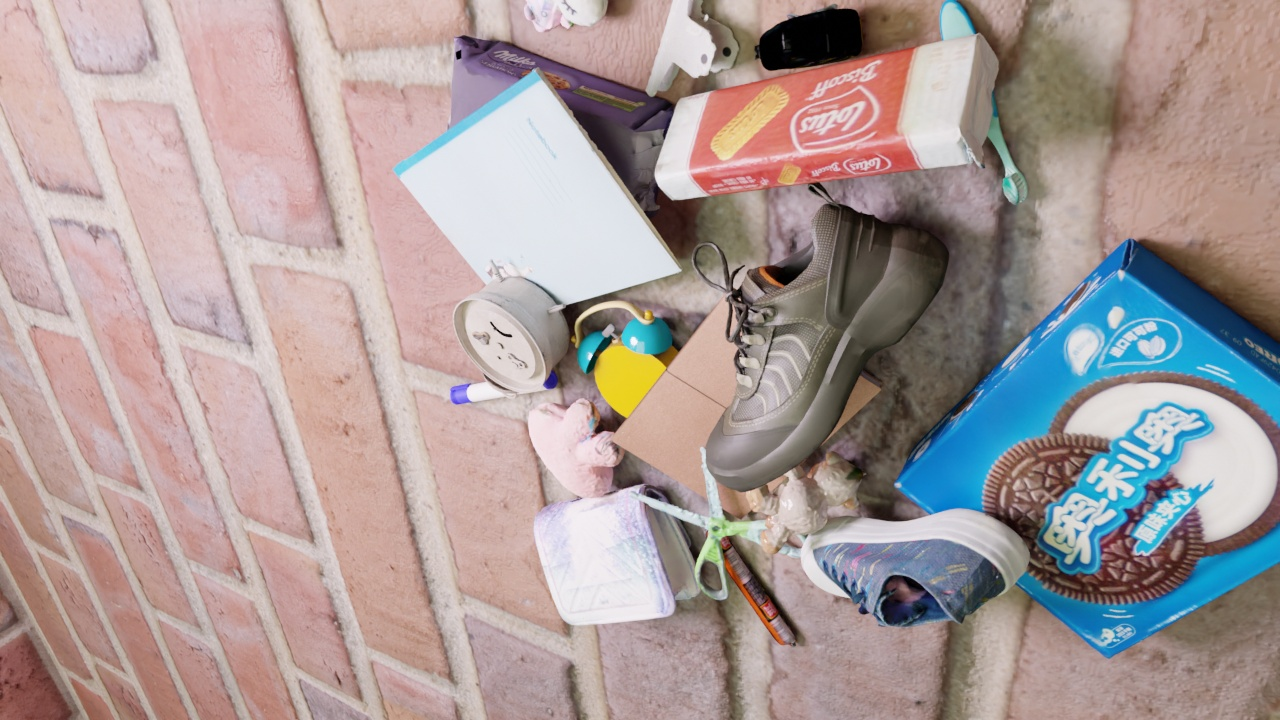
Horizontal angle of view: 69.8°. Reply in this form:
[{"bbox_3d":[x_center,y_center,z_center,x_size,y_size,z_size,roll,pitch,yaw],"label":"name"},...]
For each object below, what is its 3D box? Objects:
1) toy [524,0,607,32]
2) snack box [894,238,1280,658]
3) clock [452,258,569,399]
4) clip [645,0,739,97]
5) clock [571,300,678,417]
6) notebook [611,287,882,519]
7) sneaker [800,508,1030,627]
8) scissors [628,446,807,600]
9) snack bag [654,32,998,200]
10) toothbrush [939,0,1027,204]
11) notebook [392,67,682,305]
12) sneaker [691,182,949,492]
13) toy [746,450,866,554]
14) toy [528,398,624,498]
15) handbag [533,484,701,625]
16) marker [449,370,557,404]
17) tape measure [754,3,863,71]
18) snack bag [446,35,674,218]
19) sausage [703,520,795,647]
[{"bbox_3d":[-0.045,-0.282,0.666,0.123,0.037,0.079,-26,107,44],"label":"toy"},{"bbox_3d":[0.319,0.068,0.610,0.195,0.056,0.240,39,133,9],"label":"snack box"},{"bbox_3d":[-0.116,-0.016,0.850,0.103,0.061,0.157,32,142,13],"label":"clock"},{"bbox_3d":[0.035,-0.223,0.647,0.055,0.045,0.102,41,135,24],"label":"clip"},{"bbox_3d":[-0.005,0.005,0.810,0.099,0.043,0.129,-17,113,40],"label":"clock"},{"bbox_3d":[0.080,0.045,0.771,0.141,0.008,0.210,32,132,-5],"label":"notebook"},{"bbox_3d":[0.192,0.171,0.705,0.087,0.079,0.236,45,155,-6],"label":"sneaker"},{"bbox_3d":[0.075,0.149,0.834,0.172,0.023,0.171,2,121,20],"label":"scissors"},{"bbox_3d":[0.112,-0.152,0.598,0.226,0.077,0.041,0,156,41],"label":"snack bag"},{"bbox_3d":[0.214,-0.159,0.572,0.022,0.017,0.135,-13,109,44],"label":"toothbrush"},{"bbox_3d":[-0.096,-0.121,0.757,0.254,0.009,0.181,-10,123,53],"label":"notebook"},{"bbox_3d":[0.088,-0.019,0.646,0.143,0.100,0.238,32,113,-6],"label":"sneaker"},{"bbox_3d":[0.133,0.103,0.755,0.106,0.074,0.085,-25,97,19],"label":"toy"},{"bbox_3d":[-0.059,0.080,0.878,0.108,0.053,0.105,55,143,1],"label":"toy"},{"bbox_3d":[-0.025,0.193,0.926,0.159,0.069,0.126,-18,91,40],"label":"handbag"},{"bbox_3d":[-0.142,0.028,0.933,0.142,0.020,0.020,-10,110,38],"label":"marker"},{"bbox_3d":[0.111,-0.207,0.586,0.061,0.061,0.034,-10,103,-7],"label":"tape measure"},{"bbox_3d":[-0.073,-0.184,0.730,0.205,0.058,0.096,24,129,20],"label":"snack bag"},{"bbox_3d":[0.104,0.215,0.876,0.020,0.020,0.155,-29,98,42],"label":"sausage"}]
